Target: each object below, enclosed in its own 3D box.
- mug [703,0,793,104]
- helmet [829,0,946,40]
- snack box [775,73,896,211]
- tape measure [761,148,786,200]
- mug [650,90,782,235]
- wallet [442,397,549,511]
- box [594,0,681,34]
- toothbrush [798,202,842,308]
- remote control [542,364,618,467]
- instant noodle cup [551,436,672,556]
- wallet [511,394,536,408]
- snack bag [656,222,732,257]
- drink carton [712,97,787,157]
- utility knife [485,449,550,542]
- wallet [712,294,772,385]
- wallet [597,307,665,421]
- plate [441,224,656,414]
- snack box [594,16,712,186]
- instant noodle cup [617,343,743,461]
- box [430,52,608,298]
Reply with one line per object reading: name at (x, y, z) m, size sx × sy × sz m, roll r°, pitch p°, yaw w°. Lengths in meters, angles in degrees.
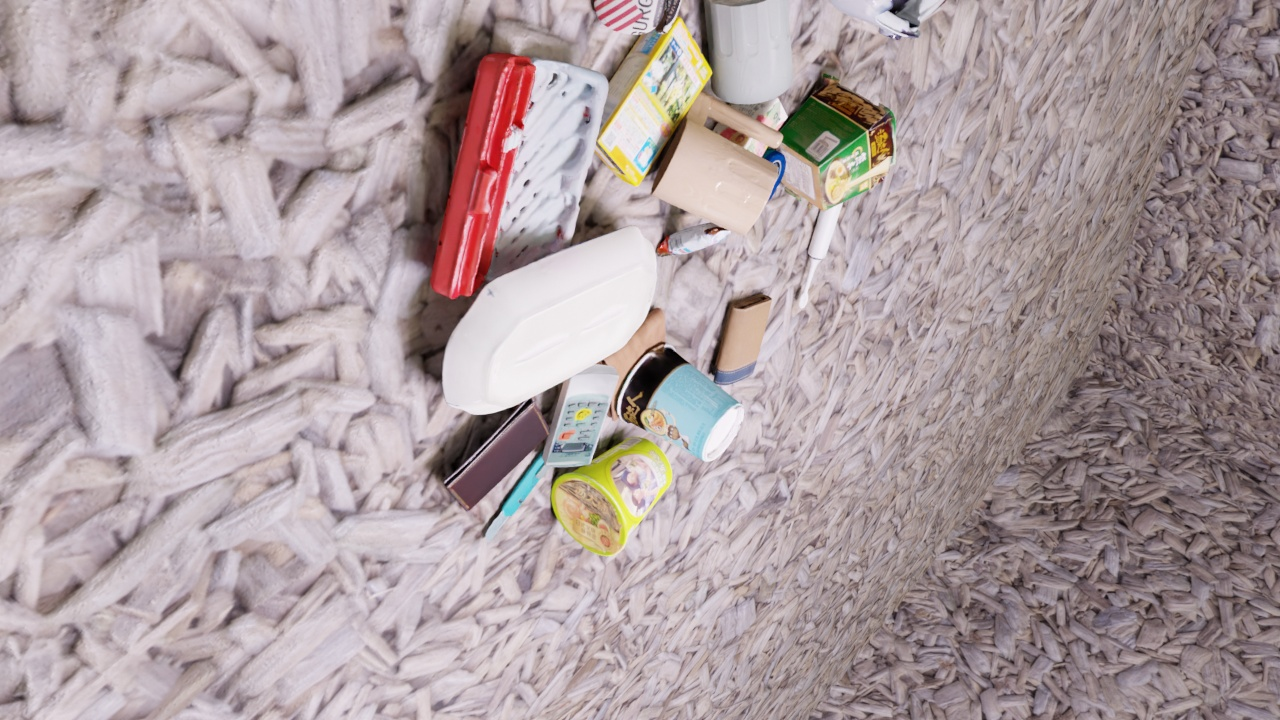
mug at (0.111, -0.332, 0.909) m, size 0.103 × 0.084 × 0.123 m, roll 76°, pitch 27°, yaw -48°
helmet at (0.245, -0.452, 0.916) m, size 0.257 × 0.146 × 0.229 m, roll -27°, pitch 139°, yaw -51°
snack box at (0.228, -0.253, 1.102) m, size 0.105 × 0.118 × 0.117 m, roll -39°, pitch 145°, yaw -11°
tape measure at (0.149, -0.224, 1.090) m, size 0.054 × 0.025 × 0.058 m, roll -59°, pitch 152°, yaw -2°
mug at (0.081, -0.200, 0.927) m, size 0.124 × 0.103 × 0.084 m, roll -68°, pitch -171°, yaw -17°
wallet at (-0.146, 0.098, 0.941) m, size 0.122 × 0.020 × 0.096 m, roll -45°, pitch 160°, yaw -15°
box at (0.005, -0.360, 0.768) m, size 0.086 × 0.075 × 0.162 m, roll 1°, pitch 124°, yaw -19°
toothbrush at (0.253, -0.173, 1.272) m, size 0.026 × 0.027 × 0.221 m, roll -71°, pitch 175°, yaw -63°
remote control at (-0.066, 0.061, 0.992) m, size 0.056 × 0.019 × 0.135 m, roll 1°, pitch 128°, yaw -26°
instant noodle cup at (-0.026, 0.155, 1.104) m, size 0.123 × 0.112 × 0.112 m, roll -35°, pitch 142°, yaw -44°
wallet at (-0.089, -0.027, 0.930) m, size 0.130 × 0.035 × 0.119 m, roll -36°, pitch 148°, yaw -31°
snack bag at (0.061, -0.133, 0.994) m, size 0.045 × 0.105 × 0.026 m, roll -9°, pitch 89°, yaw -37°
drink carton at (0.103, -0.231, 0.995) m, size 0.122 × 0.053 × 0.045 m, roll -58°, pitch 148°, yaw 1°
utility knife at (-0.117, 0.128, 1.035) m, size 0.185 × 0.013 × 0.029 m, roll -53°, pitch 144°, yaw -8°
wallet at (0.136, -0.028, 1.233) m, size 0.090 × 0.033 × 0.115 m, roll -21°, pitch 131°, yaw -48°
wallet at (-0.006, 0.006, 1.080) m, size 0.101 × 0.020 × 0.115 m, roll -40°, pitch 147°, yaw -28°
plate at (-0.071, -0.032, 0.867) m, size 0.264 × 0.034 × 0.162 m, roll -28°, pitch 146°, yaw -41°
snack box at (0.007, -0.246, 0.871) m, size 0.140 × 0.034 × 0.087 m, roll -55°, pitch 148°, yaw -1°
instant noodle cup at (0.052, 0.055, 1.076) m, size 0.111 × 0.120 × 0.111 m, roll -41°, pitch 149°, yaw -31°
box at (-0.106, -0.153, 0.774) m, size 0.157 × 0.069 × 0.201 m, roll -15°, pitch 128°, yaw -54°
